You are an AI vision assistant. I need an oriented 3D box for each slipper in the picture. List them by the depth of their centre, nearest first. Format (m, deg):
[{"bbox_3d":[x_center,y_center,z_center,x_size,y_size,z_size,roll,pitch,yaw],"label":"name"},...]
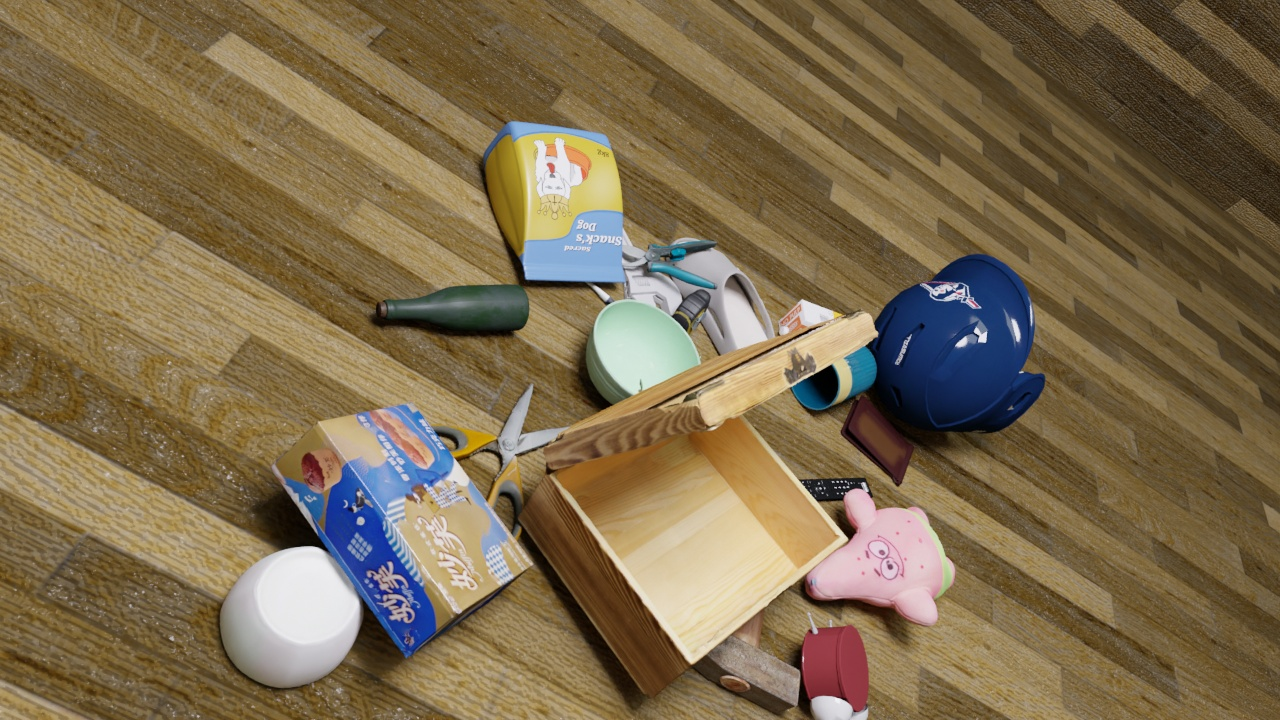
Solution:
[{"bbox_3d":[0.134,-0.080,1.289,0.112,0.081,0.265,-10,64,-36],"label":"slipper"}]

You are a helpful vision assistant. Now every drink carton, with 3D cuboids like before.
[{"bbox_3d":[0.269,-0.043,1.374,0.122,0.059,0.040,17,49,-24],"label":"drink carton"}]

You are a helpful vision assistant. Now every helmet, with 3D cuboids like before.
[{"bbox_3d":[0.452,-0.026,1.345,0.222,0.273,0.232,15,18,-32],"label":"helmet"}]

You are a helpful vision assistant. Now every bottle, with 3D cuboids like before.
[{"bbox_3d":[-0.214,-0.059,1.043,0.173,0.055,0.055,-3,60,-36],"label":"bottle"}]

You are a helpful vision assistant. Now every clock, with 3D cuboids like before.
[{"bbox_3d":[0.217,0.353,1.016,0.096,0.048,0.137,33,51,-51],"label":"clock"}]

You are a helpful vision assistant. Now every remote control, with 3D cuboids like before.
[{"bbox_3d":[0.259,0.173,1.235,0.139,0.009,0.030,3,56,-34],"label":"remote control"}]

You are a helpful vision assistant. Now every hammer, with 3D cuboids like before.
[{"bbox_3d":[0.126,0.237,1.072,0.158,0.037,0.299,31,45,-13],"label":"hammer"}]

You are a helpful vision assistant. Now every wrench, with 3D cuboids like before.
[{"bbox_3d":[-0.023,-0.170,1.292,0.086,0.018,0.273,-7,61,-39],"label":"wrench"}]

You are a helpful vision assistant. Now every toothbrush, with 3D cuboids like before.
[{"bbox_3d":[-0.030,-0.065,1.211,0.187,0.012,0.017,39,57,-4],"label":"toothbrush"}]

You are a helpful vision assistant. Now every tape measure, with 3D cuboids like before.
[{"bbox_3d":[0.068,-0.060,1.240,0.034,0.062,0.061,36,45,12],"label":"tape measure"}]

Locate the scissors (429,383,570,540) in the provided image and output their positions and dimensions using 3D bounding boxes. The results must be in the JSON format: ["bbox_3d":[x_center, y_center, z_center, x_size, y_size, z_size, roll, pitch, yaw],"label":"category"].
[{"bbox_3d":[-0.150,0.112,0.985,0.224,0.016,0.216,-8,63,-39],"label":"scissors"}]

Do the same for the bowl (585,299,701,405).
[{"bbox_3d":[-0.007,0.007,1.124,0.150,0.077,0.150,19,49,-23],"label":"bowl"}]

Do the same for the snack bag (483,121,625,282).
[{"bbox_3d":[-0.105,-0.197,1.202,0.158,0.103,0.205,-2,70,-37],"label":"snack bag"}]

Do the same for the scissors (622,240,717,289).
[{"bbox_3d":[0.048,-0.132,1.253,0.153,0.019,0.124,-21,58,-22],"label":"scissors"}]

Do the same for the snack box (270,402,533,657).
[{"bbox_3d":[-0.210,0.144,0.834,0.202,0.069,0.154,51,16,9],"label":"snack box"}]

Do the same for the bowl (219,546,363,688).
[{"bbox_3d":[-0.288,0.209,0.775,0.116,0.066,0.116,19,48,-23],"label":"bowl"}]

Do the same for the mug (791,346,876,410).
[{"bbox_3d":[0.268,0.009,1.322,0.107,0.083,0.113,-17,49,-43],"label":"mug"}]

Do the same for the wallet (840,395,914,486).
[{"bbox_3d":[0.350,0.116,1.341,0.115,0.018,0.091,42,43,-4],"label":"wallet"}]

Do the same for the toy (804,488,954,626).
[{"bbox_3d":[0.302,0.252,1.150,0.236,0.097,0.192,-8,54,-31],"label":"toy"}]

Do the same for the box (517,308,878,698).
[{"bbox_3d":[0.076,0.090,0.910,0.278,0.325,0.284,-24,66,-41],"label":"box"}]
